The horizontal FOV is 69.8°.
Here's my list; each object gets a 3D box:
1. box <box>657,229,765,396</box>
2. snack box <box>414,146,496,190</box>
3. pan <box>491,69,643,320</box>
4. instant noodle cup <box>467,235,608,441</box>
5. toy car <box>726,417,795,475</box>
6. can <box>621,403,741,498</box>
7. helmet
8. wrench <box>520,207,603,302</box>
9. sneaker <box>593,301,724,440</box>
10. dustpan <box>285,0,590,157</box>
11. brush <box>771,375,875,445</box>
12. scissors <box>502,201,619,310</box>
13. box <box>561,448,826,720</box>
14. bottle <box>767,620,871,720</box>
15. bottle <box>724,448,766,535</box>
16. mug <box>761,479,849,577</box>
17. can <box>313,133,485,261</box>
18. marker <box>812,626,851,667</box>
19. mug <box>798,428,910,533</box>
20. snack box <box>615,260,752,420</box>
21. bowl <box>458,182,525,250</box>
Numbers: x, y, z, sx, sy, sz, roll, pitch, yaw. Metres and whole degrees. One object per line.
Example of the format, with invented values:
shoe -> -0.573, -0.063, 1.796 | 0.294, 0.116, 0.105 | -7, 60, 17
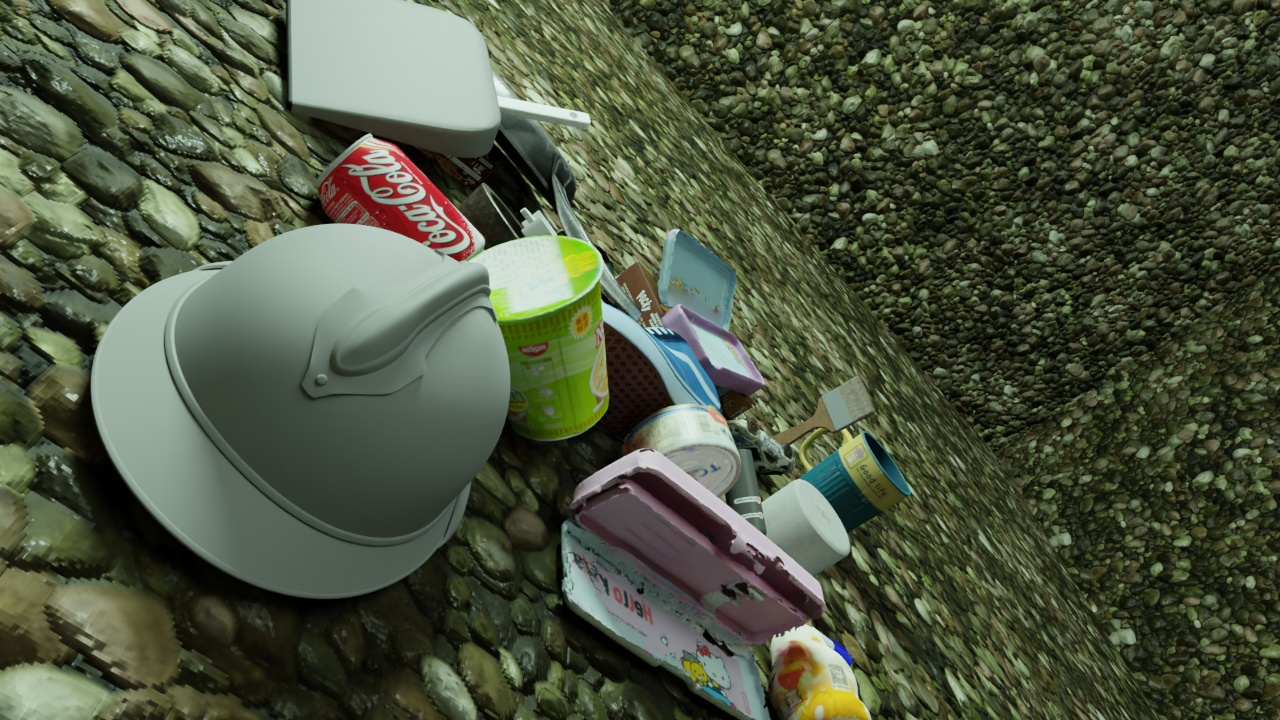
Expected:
box -> 0.071, -0.042, 0.929 | 0.214, 0.049, 0.149 | 19, 59, -68
snack box -> -0.191, -0.212, 0.803 | 0.141, 0.032, 0.051 | 35, 24, -40
pan -> -0.083, -0.160, 0.840 | 0.357, 0.055, 0.187 | 49, -1, 34
instant noodle cup -> -0.063, -0.011, 0.593 | 0.098, 0.099, 0.108 | -101, 180, -54
toy car -> 0.113, 0.091, 0.935 | 0.112, 0.049, 0.040 | 36, 55, -36
can -> 0.032, 0.076, 0.704 | 0.086, 0.086, 0.043 | 35, 27, -41
helmet -> -0.120, -0.007, 0.449 | 0.183, 0.118, 0.270 | 50, 17, -6
wrench -> -0.032, -0.042, 0.782 | 0.086, 0.018, 0.273 | 56, 3, 35
sneaker -> -0.004, 0.004, 0.744 | 0.241, 0.084, 0.098 | 44, 30, -47
dustpan -> -0.157, -0.229, 0.756 | 0.257, 0.033, 0.163 | 4, 52, -26
brush -> 0.177, 0.068, 0.968 | 0.008, 0.143, 0.045 | 27, 39, -49
scissors -> -0.076, -0.115, 0.918 | 0.209, 0.015, 0.146 | 42, 24, -31
box -> 0.038, 0.156, 0.590 | 0.201, 0.087, 0.102 | 41, 33, -29
bottle -> 0.122, 0.233, 0.664 | 0.063, 0.063, 0.108 | 39, 19, -32
bottle -> 0.091, 0.135, 0.793 | 0.030, 0.030, 0.112 | 24, 52, -54
mug -> 0.141, 0.155, 0.841 | 0.084, 0.071, 0.113 | 51, 20, 0
can -> -0.158, -0.092, 0.605 | 0.105, 0.064, 0.064 | 47, 19, -14
marker -> 0.130, 0.222, 0.765 | 0.141, 0.020, 0.020 | 41, 21, -29
mug -> 0.222, 0.130, 1.020 | 0.083, 0.107, 0.113 | 11, 44, -60
snack box -> 0.048, -0.017, 0.968 | 0.186, 0.032, 0.101 | 40, 21, -48
bowl -> -0.103, -0.068, 0.693 | 0.121, 0.056, 0.121 | 54, 3, -4
